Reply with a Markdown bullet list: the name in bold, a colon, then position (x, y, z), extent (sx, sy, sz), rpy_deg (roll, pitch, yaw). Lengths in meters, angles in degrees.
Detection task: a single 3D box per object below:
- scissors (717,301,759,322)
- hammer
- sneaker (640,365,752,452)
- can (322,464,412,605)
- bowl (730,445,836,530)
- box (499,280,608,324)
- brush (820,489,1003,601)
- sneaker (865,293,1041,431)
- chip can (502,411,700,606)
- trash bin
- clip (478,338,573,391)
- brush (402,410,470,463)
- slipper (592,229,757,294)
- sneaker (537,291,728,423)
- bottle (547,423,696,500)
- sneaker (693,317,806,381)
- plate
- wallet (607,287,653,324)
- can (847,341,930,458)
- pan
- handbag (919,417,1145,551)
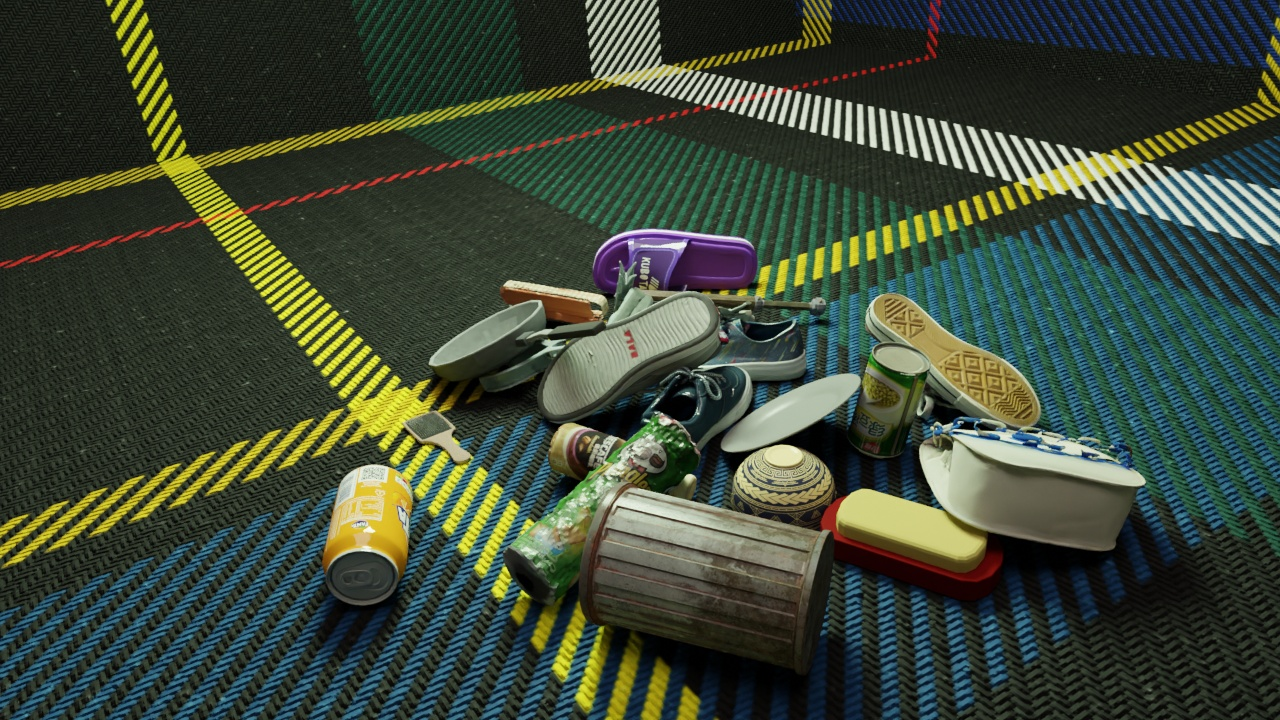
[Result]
- **scissors**: position (0.125, -0.061, 1.299), extent (0.179, 0.015, 0.194), rpy_deg (1, -8, -42)
- **hammer**: position (0.118, -0.084, 1.355), extent (0.317, 0.147, 0.028), rpy_deg (3, 59, -6)
- **sneaker**: position (0.065, 0.047, 1.111), extent (0.089, 0.087, 0.234), rpy_deg (12, 31, 25)
- **can**: position (-0.275, 0.174, 0.931), extent (0.079, 0.079, 0.142), rpy_deg (-8, 28, -6)
- **bowl**: position (0.152, 0.126, 0.979), extent (0.112, 0.061, 0.112), rpy_deg (-3, 28, 2)
- **box**: position (-0.127, -0.079, 1.403), extent (0.187, 0.083, 0.043), rpy_deg (13, 47, 25)
- **brush**: position (0.263, 0.173, 0.897), extent (0.174, 0.042, 0.082), rpy_deg (14, 33, 31)
- **sneaker**: position (0.371, 0.017, 1.130), extent (0.118, 0.088, 0.241), rpy_deg (-34, 63, -26)
- **chip can**: position (-0.036, 0.146, 0.915), extent (0.075, 0.075, 0.222), rpy_deg (21, 49, 39)
- **trash bin**: position (0.052, 0.188, 0.808), extent (0.211, 0.131, 0.130), rpy_deg (9, 31, 21)
- **clip**: position (-0.131, -0.015, 1.266), extent (0.172, 0.029, 0.141), rpy_deg (-18, 21, 21)
- **brush**: position (-0.250, 0.094, 1.148), extent (0.049, 0.015, 0.136), rpy_deg (-21, 32, -30)
- **slipper**: position (0.057, -0.145, 1.466), extent (0.266, 0.107, 0.084), rpy_deg (0, 28, -2)
- **sneaker**: position (-0.007, 0.007, 1.171), extent (0.263, 0.128, 0.096), rpy_deg (-28, 67, 12)
- **bottle**: position (-0.019, 0.120, 1.023), extent (0.166, 0.060, 0.059), rpy_deg (17, 34, 19)
- **sneaker**: position (0.106, -0.019, 1.241), extent (0.236, 0.079, 0.087), rpy_deg (1, 28, 9)
- **plate**: position (0.175, 0.065, 1.067), extent (0.178, 0.012, 0.178), rpy_deg (-28, 7, 4)
- **wallet**: position (-0.029, -0.032, 1.266), extent (0.054, 0.101, 0.131), rpy_deg (30, 36, 6)
- **can**: position (0.281, 0.046, 1.045), extent (0.067, 0.121, 0.067), rpy_deg (5, 32, -3)
- **pan**: position (-0.153, -0.026, 1.211), extent (0.178, 0.041, 0.358), rpy_deg (-39, 20, -32)
- **handbag**: position (0.388, 0.101, 0.935), extent (0.200, 0.093, 0.199), rpy_deg (10, 17, -7)
